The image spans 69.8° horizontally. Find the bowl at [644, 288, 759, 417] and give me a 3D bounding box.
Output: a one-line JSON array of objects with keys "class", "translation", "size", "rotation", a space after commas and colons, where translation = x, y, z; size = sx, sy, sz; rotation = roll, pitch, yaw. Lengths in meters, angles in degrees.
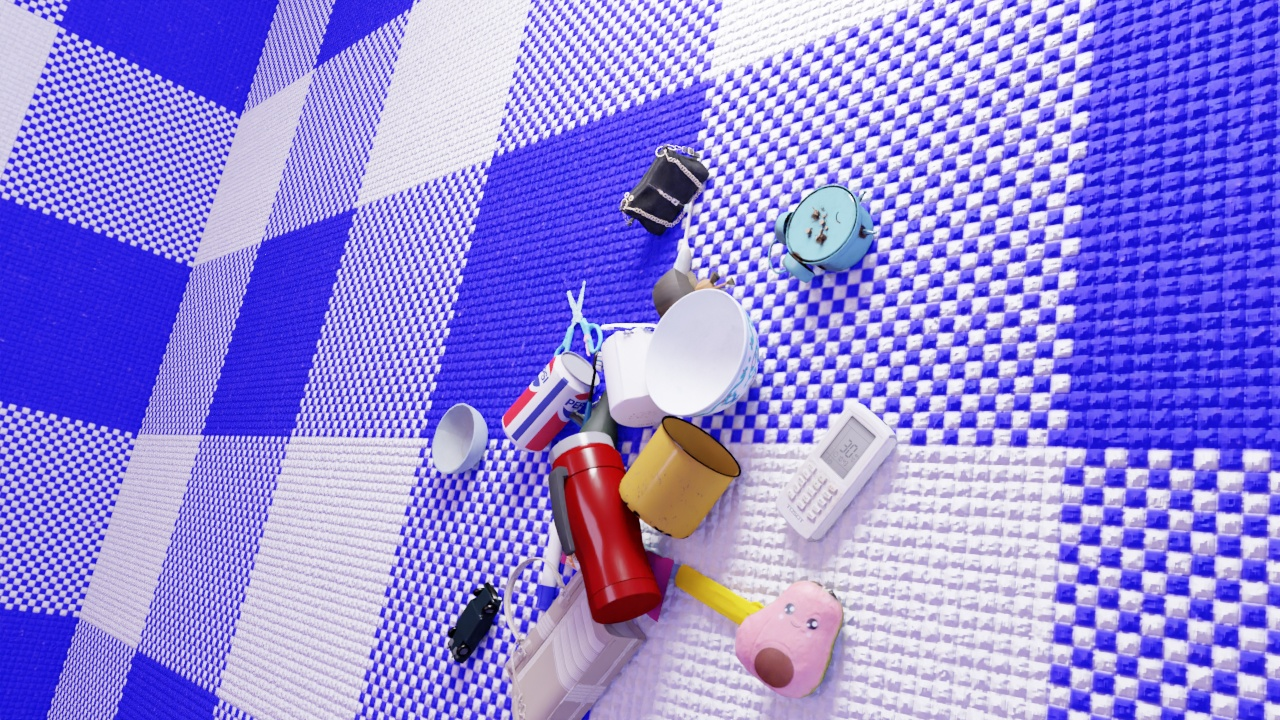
[{"class": "bowl", "translation": [0.082, 0.001, 1.013], "size": [0.144, 0.074, 0.143], "rotation": [-22, 57, 39]}]

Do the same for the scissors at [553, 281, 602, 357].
[{"class": "scissors", "translation": [-0.095, -0.042, 1.274], "size": [0.111, 0.015, 0.140], "rotation": [-45, 39, 22]}]

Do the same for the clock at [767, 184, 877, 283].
[{"class": "clock", "translation": [0.190, -0.130, 0.976], "size": [0.125, 0.053, 0.090], "rotation": [-28, 53, 36]}]

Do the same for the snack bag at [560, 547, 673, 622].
[{"class": "snack bag", "translation": [-0.033, 0.233, 1.064], "size": [0.197, 0.016, 0.070], "rotation": [15, 89, 52]}]

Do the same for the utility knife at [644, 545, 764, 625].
[{"class": "utility knife", "translation": [0.062, 0.237, 0.970], "size": [0.224, 0.019, 0.030], "rotation": [19, 82, 47]}]

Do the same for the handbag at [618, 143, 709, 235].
[{"class": "handbag", "translation": [0.026, -0.219, 1.170], "size": [0.129, 0.079, 0.054], "rotation": [-51, 43, 17]}]

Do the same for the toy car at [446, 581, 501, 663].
[{"class": "toy car", "translation": [-0.216, 0.344, 1.204], "size": [0.112, 0.034, 0.046], "rotation": [-58, 41, 12]}]

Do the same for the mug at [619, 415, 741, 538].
[{"class": "mug", "translation": [0.041, 0.124, 0.994], "size": [0.094, 0.100, 0.123], "rotation": [-56, 1, 15]}]

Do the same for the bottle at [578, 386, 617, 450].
[{"class": "bottle", "translation": [-0.053, 0.098, 1.129], "size": [0.055, 0.055, 0.174], "rotation": [9, 78, 48]}]

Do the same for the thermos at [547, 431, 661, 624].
[{"class": "thermos", "translation": [-0.050, 0.179, 1.004], "size": [0.084, 0.108, 0.198], "rotation": [-41, 52, 30]}]

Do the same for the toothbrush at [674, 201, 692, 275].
[{"class": "toothbrush", "translation": [0.051, -0.112, 1.139], "size": [0.024, 0.022, 0.185], "rotation": [2, 74, 28]}]

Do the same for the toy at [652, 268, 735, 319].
[{"class": "toy", "translation": [0.064, -0.078, 1.083], "size": [0.100, 0.076, 0.062], "rotation": [-21, 17, 20]}]

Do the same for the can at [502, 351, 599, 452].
[{"class": "can", "translation": [-0.119, 0.055, 1.205], "size": [0.132, 0.070, 0.070], "rotation": [-47, 44, 21]}]

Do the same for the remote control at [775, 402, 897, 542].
[{"class": "remote control", "translation": [0.188, 0.109, 0.888], "size": [0.139, 0.025, 0.060], "rotation": [-55, 42, 13]}]

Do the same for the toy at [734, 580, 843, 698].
[{"class": "toy", "translation": [0.141, 0.253, 0.850], "size": [0.090, 0.051, 0.110], "rotation": [32, 91, 34]}]

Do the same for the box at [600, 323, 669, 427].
[{"class": "box", "translation": [-0.007, 0.003, 1.094], "size": [0.080, 0.089, 0.143], "rotation": [-12, 61, 2]}]

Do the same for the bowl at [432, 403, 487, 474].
[{"class": "bowl", "translation": [-0.259, 0.119, 1.349], "size": [0.107, 0.039, 0.106], "rotation": [-22, 57, 39]}]

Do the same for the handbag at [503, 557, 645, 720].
[{"class": "handbag", "translation": [-0.106, 0.314, 1.077], "size": [0.176, 0.062, 0.198], "rotation": [-54, 43, 14]}]

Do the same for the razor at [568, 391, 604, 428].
[{"class": "razor", "translation": [-0.032, 0.031, 1.165], "size": [0.043, 0.022, 0.144], "rotation": [39, 100, 5]}]

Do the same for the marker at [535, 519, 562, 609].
[{"class": "marker", "translation": [-0.108, 0.239, 1.148], "size": [0.020, 0.020, 0.141], "rotation": [-6, 68, 45]}]

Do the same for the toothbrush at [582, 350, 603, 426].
[{"class": "toothbrush", "translation": [-0.065, 0.070, 1.154], "size": [0.014, 0.014, 0.168], "rotation": [13, 100, 16]}]
